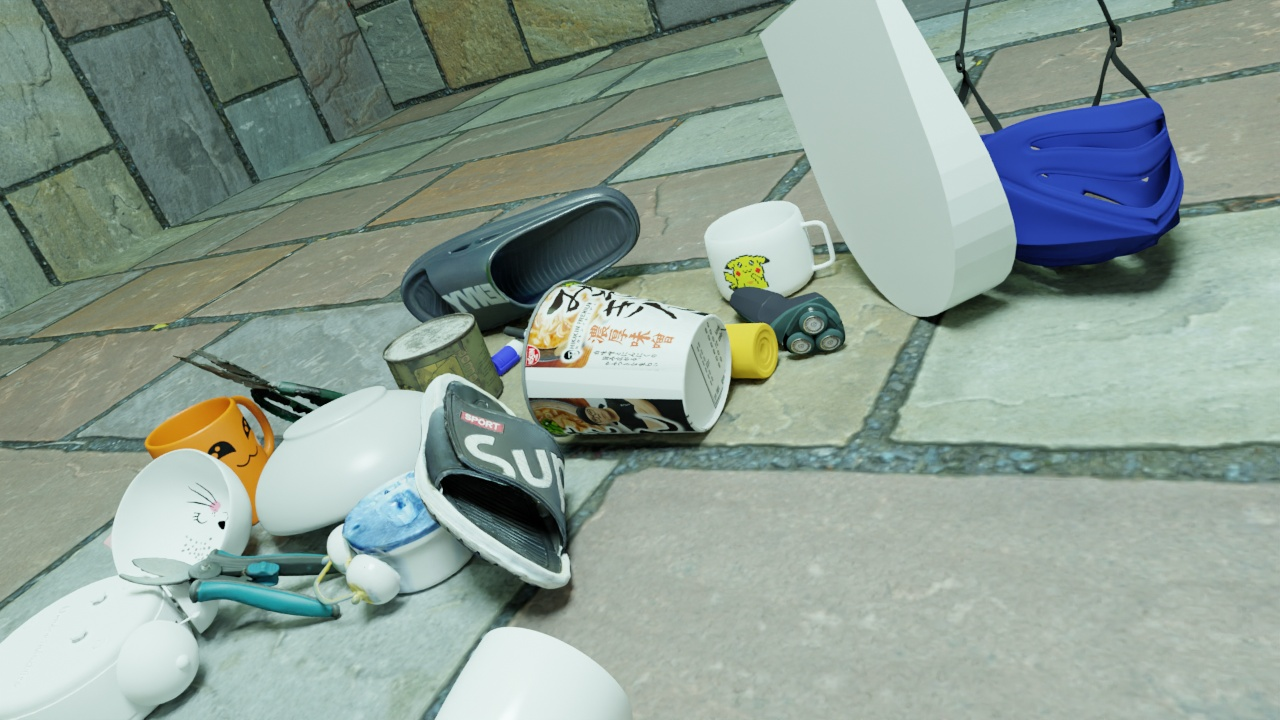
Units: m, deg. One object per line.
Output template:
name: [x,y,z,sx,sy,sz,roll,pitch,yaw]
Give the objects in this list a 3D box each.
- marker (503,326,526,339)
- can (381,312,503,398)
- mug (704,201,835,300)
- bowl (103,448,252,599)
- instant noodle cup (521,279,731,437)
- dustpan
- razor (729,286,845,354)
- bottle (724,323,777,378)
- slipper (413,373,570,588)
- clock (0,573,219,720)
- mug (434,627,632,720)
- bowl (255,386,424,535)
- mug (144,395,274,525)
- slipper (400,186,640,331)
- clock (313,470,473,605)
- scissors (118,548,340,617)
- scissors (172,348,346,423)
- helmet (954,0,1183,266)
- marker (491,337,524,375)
marker: [-0.073,-0.018,0.872,0.152,0.011,0.011,11,39,35]
can: [-0.182,0.009,0.850,0.090,0.075,0.089,-17,24,7]
mug: [0.121,-0.100,0.849,0.116,0.068,0.094,-6,29,28]
bowl: [-0.352,0.131,0.724,0.115,0.050,0.114,-6,71,18]
instant noodle cup: [-0.004,0.004,0.691,0.122,0.124,0.123,6,35,28]
dustpan: [0.193,-0.162,0.698,0.053,0.258,0.191,-25,7,-9]
razor: [0.116,-0.039,0.765,0.052,0.047,0.143,-49,26,-3]
bottle: [0.039,-0.007,0.752,0.144,0.043,0.043,-1,32,36]
slipper: [-0.099,0.061,0.638,0.063,0.111,0.264,-55,21,6]
clock: [-0.373,0.197,0.615,0.161,0.073,0.125,-22,25,-3]
mug: [-0.042,0.186,0.404,0.114,0.081,0.087,22,46,12]
bowl: [-0.235,0.067,0.745,0.177,0.066,0.176,-21,14,6]
mug: [-0.363,0.083,0.810,0.078,0.096,0.112,-11,27,19]
slipper: [-0.123,-0.089,0.958,0.268,0.111,0.083,-23,33,9]
clock: [-0.169,0.124,0.635,0.125,0.052,0.089,-32,28,-23]
scissors: [-0.268,0.151,0.635,0.126,0.019,0.154,29,30,35]
scissors: [-0.311,0.027,0.823,0.137,0.210,0.015,2,70,18]
helmet: [0.311,-0.185,0.690,0.147,0.228,0.241,-10,19,-4]
marker: [-0.104,-0.029,0.935,0.020,0.020,0.141,2,33,39]
